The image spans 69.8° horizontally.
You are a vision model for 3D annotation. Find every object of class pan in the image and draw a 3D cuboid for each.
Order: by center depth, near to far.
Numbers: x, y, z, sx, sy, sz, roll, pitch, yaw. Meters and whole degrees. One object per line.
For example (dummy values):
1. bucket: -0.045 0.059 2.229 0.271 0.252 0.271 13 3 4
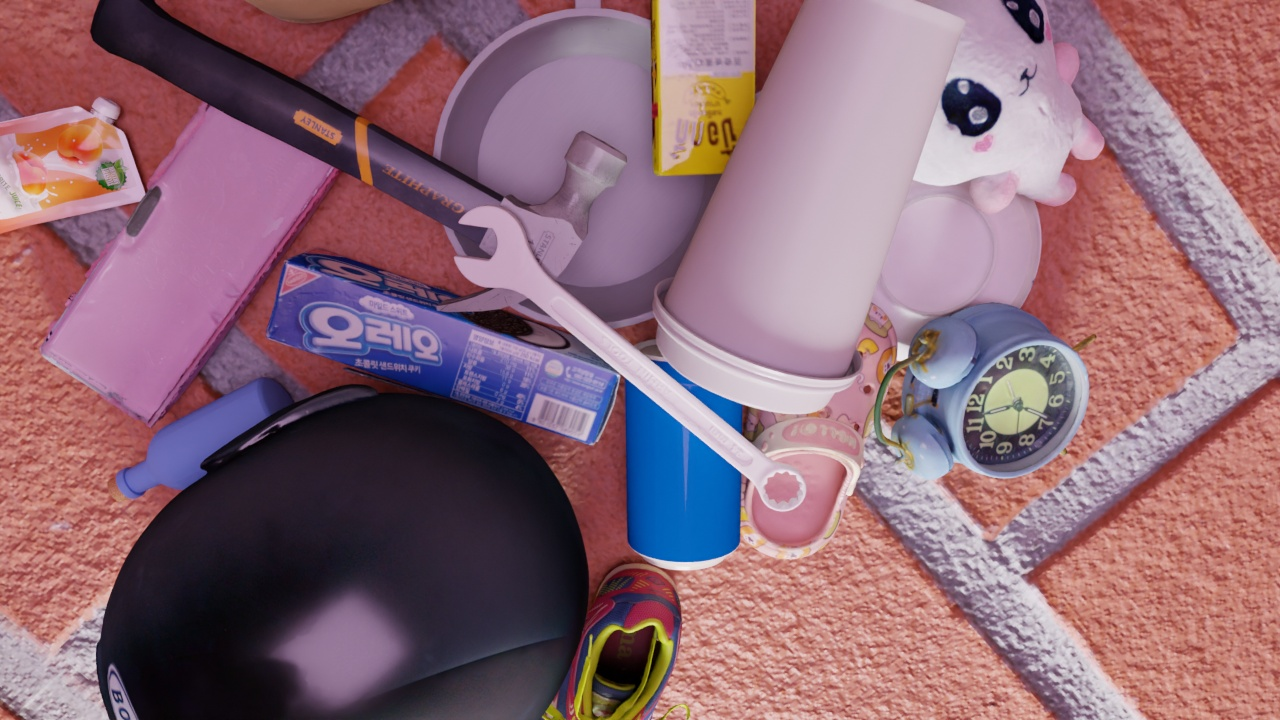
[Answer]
1. pan: -0.032 -0.197 0.577 0.201 0.050 0.357 -1 103 -2

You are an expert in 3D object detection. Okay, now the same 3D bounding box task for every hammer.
1. hammer: -0.176 -0.139 0.556 0.312 0.035 0.139 29 103 -6

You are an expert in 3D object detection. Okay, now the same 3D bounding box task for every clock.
1. clock: 0.226 0.024 0.620 0.162 0.060 0.118 -5 112 -15

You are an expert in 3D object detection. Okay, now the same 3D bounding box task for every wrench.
1. wrench: -0.003 0.003 0.564 0.273 0.009 0.047 40 102 -8

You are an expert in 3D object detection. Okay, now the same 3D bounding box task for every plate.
1. plate: 0.203 -0.074 0.635 0.157 0.014 0.157 -1 103 -3

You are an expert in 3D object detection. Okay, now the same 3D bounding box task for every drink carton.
1. drink carton: -0.389 -0.123 0.590 0.122 0.039 0.069 -14 104 -6

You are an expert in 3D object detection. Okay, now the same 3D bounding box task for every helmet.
1. helmet: -0.189 0.153 0.546 0.316 0.235 0.249 -22 93 5

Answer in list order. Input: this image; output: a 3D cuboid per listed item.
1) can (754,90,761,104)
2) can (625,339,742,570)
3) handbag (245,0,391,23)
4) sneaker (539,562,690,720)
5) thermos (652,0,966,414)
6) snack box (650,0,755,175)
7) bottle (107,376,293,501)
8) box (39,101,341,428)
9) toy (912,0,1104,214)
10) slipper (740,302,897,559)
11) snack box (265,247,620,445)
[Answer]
1. can: 0.105 -0.131 0.596 0.053 0.053 0.101 -27 99 3
2. can: 0.029 0.062 0.625 0.079 0.079 0.146 -1 103 -2
3. handbag: -0.147 -0.292 0.508 0.233 0.088 0.191 -1 96 14
4. sneaker: -0.041 0.264 0.661 0.116 0.091 0.242 20 102 -9
5. thermos: 0.096 -0.092 0.517 0.131 0.131 0.222 17 113 -6
6. snack box: 0.037 -0.188 0.552 0.061 0.025 0.149 -3 105 -8
7. bottle: -0.301 0.060 0.625 0.131 0.048 0.048 -27 103 3
8. box: -0.292 -0.070 0.602 0.098 0.037 0.233 39 98 -9
9. toy: 0.217 -0.163 0.576 0.179 0.101 0.139 30 89 -17
10. slipper: 0.114 0.052 0.624 0.093 0.081 0.197 15 105 3
11. snack box: -0.126 -0.010 0.613 0.226 0.059 0.059 18 105 -6
